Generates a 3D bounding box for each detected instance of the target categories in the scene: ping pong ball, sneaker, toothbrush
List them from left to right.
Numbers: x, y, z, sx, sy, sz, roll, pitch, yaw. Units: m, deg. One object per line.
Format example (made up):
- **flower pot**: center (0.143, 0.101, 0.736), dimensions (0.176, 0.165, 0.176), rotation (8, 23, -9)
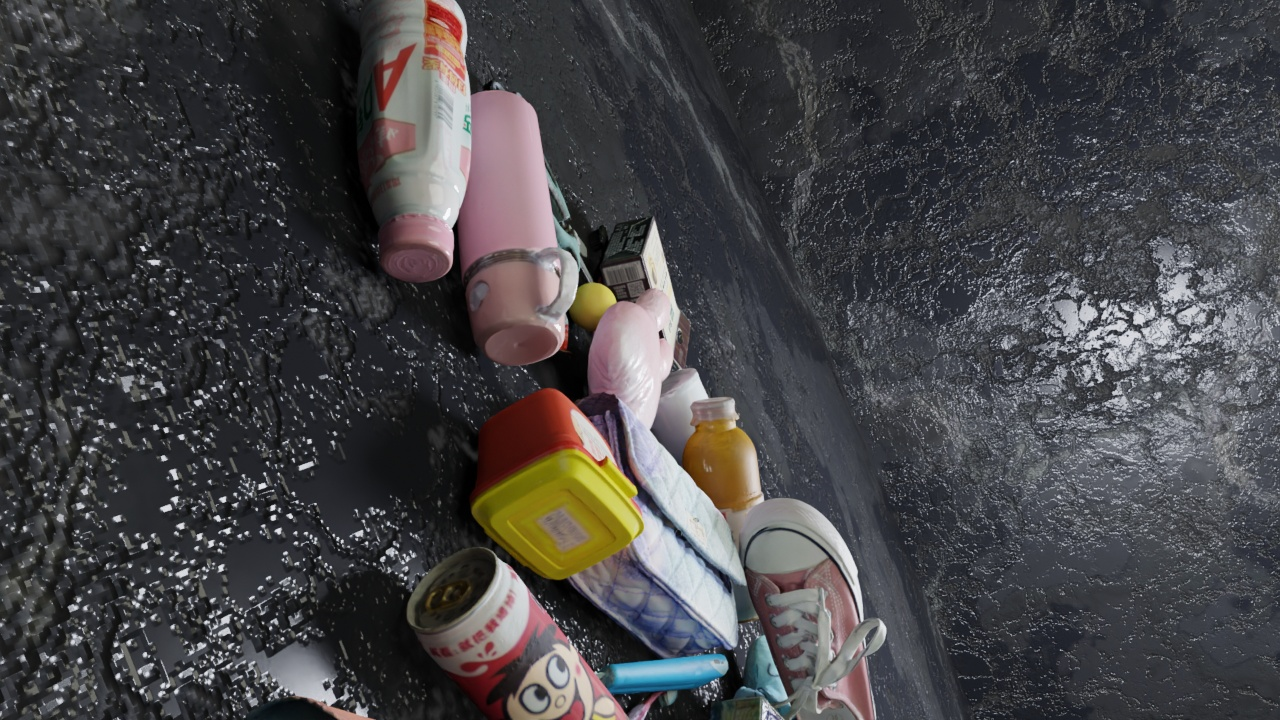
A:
- **ping pong ball**: center (-0.040, -0.045, 0.766), dimensions (0.040, 0.040, 0.040), rotation (56, 21, -35)
- **toothbrush**: center (-0.041, -0.062, 0.840), dimensions (0.014, 0.018, 0.188), rotation (52, 27, -40)
- **toothbrush**: center (-0.006, 0.233, 0.579), dimensions (0.187, 0.016, 0.017), rotation (2, 77, -72)
- **sneaker**: center (0.136, 0.227, 0.720), dimensions (0.087, 0.118, 0.241), rotation (-59, 134, -70)

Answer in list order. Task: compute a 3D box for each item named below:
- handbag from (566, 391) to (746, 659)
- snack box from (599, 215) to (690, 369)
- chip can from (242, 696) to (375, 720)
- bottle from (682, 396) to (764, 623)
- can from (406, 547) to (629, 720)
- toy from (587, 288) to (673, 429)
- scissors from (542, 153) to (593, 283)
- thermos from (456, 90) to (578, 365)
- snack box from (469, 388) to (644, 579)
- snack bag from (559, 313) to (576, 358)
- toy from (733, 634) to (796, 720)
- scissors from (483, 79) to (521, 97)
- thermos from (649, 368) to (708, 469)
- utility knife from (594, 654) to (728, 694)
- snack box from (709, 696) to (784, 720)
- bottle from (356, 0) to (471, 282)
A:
- **handbag**: center (0.011, 0.125, 0.655), dimensions (0.194, 0.076, 0.134), rotation (52, 21, -46)
- **snack box**: center (0.007, -0.063, 0.892), dimensions (0.113, 0.053, 0.126), rotation (-76, 154, -62)
- **chip can**: center (-0.065, 0.186, 0.352), dimensions (0.215, 0.071, 0.071), rotation (47, 27, -48)
- **bottle**: center (0.073, 0.127, 0.789), dimensions (0.068, 0.068, 0.189), rotation (-20, 104, -73)
- **can**: center (-0.057, 0.154, 0.449), dimensions (0.133, 0.053, 0.053), rotation (60, 19, -28)
- **toy**: center (-0.004, 0.004, 0.754), dimensions (0.159, 0.054, 0.121), rotation (-53, 144, -61)
- **scissors**: center (-0.074, -0.131, 0.763), dimensions (0.175, 0.019, 0.176), rotation (18, 52, -80)
- **thermos**: center (-0.085, -0.096, 0.616), dimensions (0.067, 0.087, 0.198), rotation (20, 46, -39)
- **snack box**: center (-0.049, 0.069, 0.537), dimensions (0.091, 0.082, 0.080), rotation (53, 13, -39)
- **snack bag**: center (-0.075, -0.049, 0.689), dimensions (0.048, 0.026, 0.104), rotation (37, 33, -81)
- **toy**: center (0.113, 0.310, 0.792), dimensions (0.156, 0.050, 0.161), rotation (41, 36, -52)
- **scissors**: center (-0.091, -0.159, 0.797), dimensions (0.171, 0.014, 0.150), rotation (58, 21, -32)
- **thermos**: center (0.066, 0.116, 0.860), dimensions (0.220, 0.070, 0.070), rotation (65, 17, -13)
- **utility knife**: center (-0.003, 0.198, 0.575), dimensions (0.204, 0.034, 0.018), rotation (25, 37, -55)
- **snack box**: center (0.098, 0.359, 0.641), dimensions (0.178, 0.046, 0.182), rotation (54, 32, -37)
- **bottle**: center (-0.136, -0.138, 0.550), dimensions (0.068, 0.068, 0.196), rotation (42, 35, -56)
